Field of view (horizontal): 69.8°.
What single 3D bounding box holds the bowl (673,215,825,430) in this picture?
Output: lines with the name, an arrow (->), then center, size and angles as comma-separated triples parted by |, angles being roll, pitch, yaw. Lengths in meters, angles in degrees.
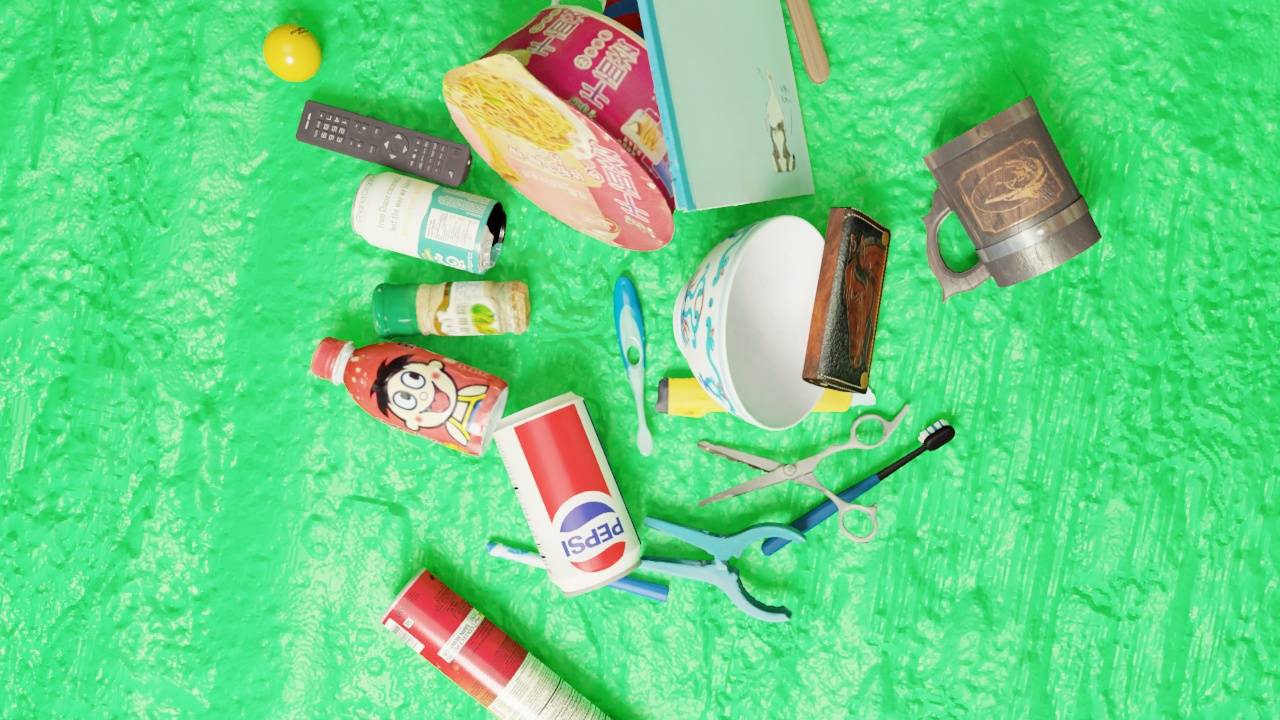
bowl -> 0.071, -0.027, 0.639 | 0.074, 0.143, 0.144 | 6, 93, 41

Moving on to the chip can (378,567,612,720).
chip can -> -0.094, 0.239, 0.678 | 0.214, 0.052, 0.052 | 39, 93, 0

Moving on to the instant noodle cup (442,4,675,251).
instant noodle cup -> -0.035, -0.157, 0.610 | 0.178, 0.179, 0.077 | 33, 76, 0

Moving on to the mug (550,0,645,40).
mug -> -0.007, -0.229, 0.640 | 0.112, 0.075, 0.076 | 0, 92, -11

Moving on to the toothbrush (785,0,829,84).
toothbrush -> 0.107, -0.282, 0.668 | 0.016, 0.016, 0.167 | -18, 92, 4

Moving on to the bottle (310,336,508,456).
bottle -> -0.169, 0.020, 0.666 | 0.137, 0.062, 0.062 | 20, 93, 0

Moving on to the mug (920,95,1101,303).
mug -> 0.245, -0.108, 0.648 | 0.116, 0.079, 0.107 | -28, 93, 31

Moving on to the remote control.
remote control -> -0.187, -0.158, 0.671 | 0.136, 0.015, 0.032 | 18, 93, 11

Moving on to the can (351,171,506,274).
can -> -0.152, -0.100, 0.664 | 0.101, 0.055, 0.055 | 15, 92, 1

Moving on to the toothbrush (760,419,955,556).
toothbrush -> 0.160, 0.096, 0.681 | 0.168, 0.014, 0.014 | -34, 125, 6

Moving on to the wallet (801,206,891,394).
wallet -> 0.146, -0.040, 0.648 | 0.019, 0.072, 0.123 | 7, 85, 40

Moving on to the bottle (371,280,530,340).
bottle -> -0.138, -0.037, 0.673 | 0.111, 0.043, 0.043 | -1, 92, 1

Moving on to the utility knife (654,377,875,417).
utility knife -> 0.093, 0.027, 0.681 | 0.165, 0.017, 0.030 | 0, 97, 2

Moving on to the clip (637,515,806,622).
clip -> 0.062, 0.165, 0.674 | 0.130, 0.031, 0.121 | -11, 90, 9

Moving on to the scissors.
scissors -> 0.123, 0.071, 0.676 | 0.141, 0.014, 0.161 | 36, 75, 20

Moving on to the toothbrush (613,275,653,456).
toothbrush -> -0.004, 0.004, 0.685 | 0.022, 0.017, 0.135 | -8, 89, 2

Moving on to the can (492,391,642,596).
can -> -0.051, 0.094, 0.657 | 0.070, 0.070, 0.132 | -22, 88, 2

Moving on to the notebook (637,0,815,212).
notebook -> 0.051, -0.227, 0.596 | 0.009, 0.180, 0.253 | -7, 98, 37

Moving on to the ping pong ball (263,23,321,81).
ping pong ball -> -0.254, -0.224, 0.670 | 0.040, 0.040, 0.040 | 0, 92, 2

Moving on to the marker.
marker -> -0.048, 0.159, 0.693 | 0.142, 0.013, 0.013 | 15, 92, 2
